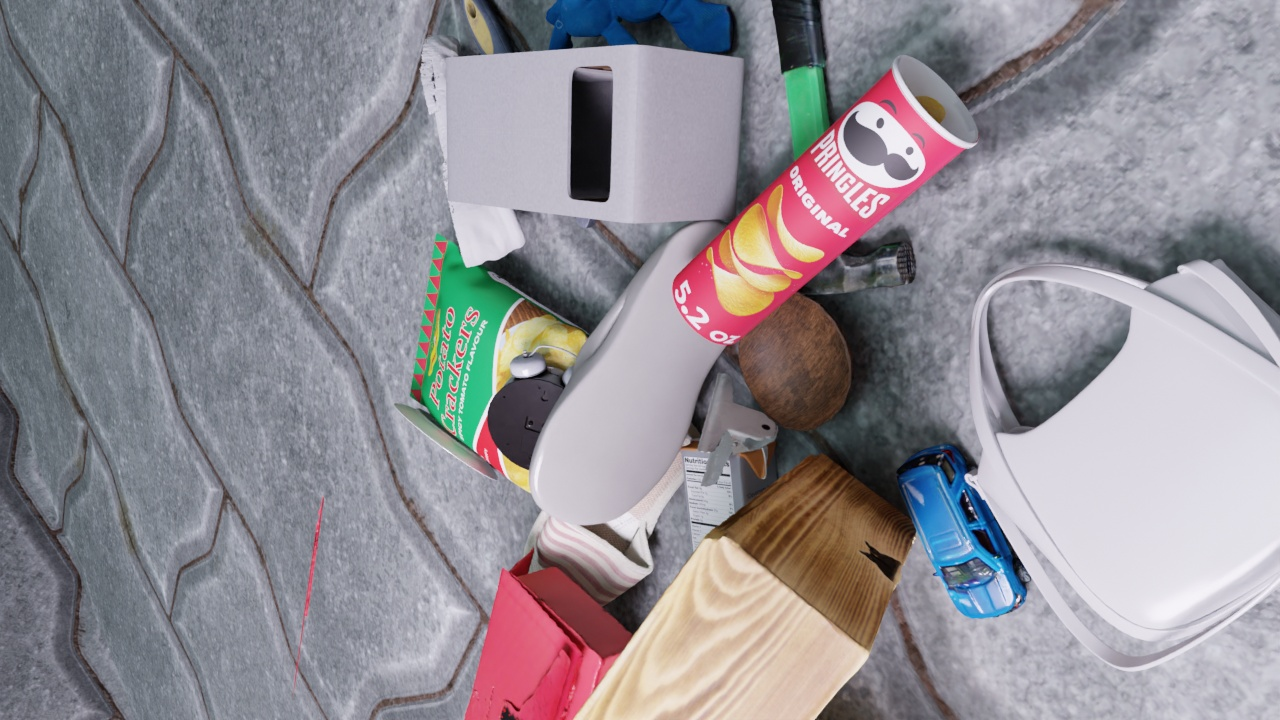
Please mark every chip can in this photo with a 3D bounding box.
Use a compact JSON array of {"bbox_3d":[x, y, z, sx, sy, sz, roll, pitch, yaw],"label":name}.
[{"bbox_3d":[0.112,-0.096,0.610,0.221,0.069,0.069,-42,70,39],"label":"chip can"}]

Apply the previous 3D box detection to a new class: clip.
[{"bbox_3d":[0.071,0.052,0.710,0.058,0.101,0.052,41,125,-14],"label":"clip"}]

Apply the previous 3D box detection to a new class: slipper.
[{"bbox_3d":[-0.165,-0.209,0.883,0.112,0.074,0.246,123,133,-61],"label":"slipper"},{"bbox_3d":[-0.004,0.004,0.745,0.266,0.113,0.080,-62,26,5],"label":"slipper"},{"bbox_3d":[-0.031,0.148,0.836,0.115,0.052,0.264,32,121,1],"label":"slipper"}]

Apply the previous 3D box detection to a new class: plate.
[{"bbox_3d":[-0.202,0.082,0.970,0.134,0.134,0.011,33,83,34],"label":"plate"}]

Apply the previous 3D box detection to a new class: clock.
[{"bbox_3d":[-0.083,0.041,0.809,0.094,0.035,0.123,17,118,4],"label":"clock"}]

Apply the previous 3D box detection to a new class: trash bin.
[{"bbox_3d":[-0.043,-0.177,0.720,0.229,0.114,0.114,15,109,44],"label":"trash bin"}]

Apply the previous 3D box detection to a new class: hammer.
[{"bbox_3d":[0.115,-0.205,0.657,0.130,0.032,0.319,-3,96,44],"label":"hammer"}]

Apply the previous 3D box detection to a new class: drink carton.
[{"bbox_3d":[0.076,0.126,0.751,0.076,0.048,0.125,0,99,44],"label":"drink carton"}]

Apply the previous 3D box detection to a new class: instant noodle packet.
[{"bbox_3d":[-0.132,0.017,0.896,0.253,0.090,0.196,33,122,27],"label":"instant noodle packet"}]

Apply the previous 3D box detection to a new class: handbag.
[{"bbox_3d":[0.265,0.041,0.527,0.222,0.095,0.216,54,128,28],"label":"handbag"}]

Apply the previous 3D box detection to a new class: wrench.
[{"bbox_3d":[-0.109,-0.240,0.867,0.074,0.022,0.273,-37,74,42],"label":"wrench"}]

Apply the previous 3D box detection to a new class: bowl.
[{"bbox_3d":[0.122,-0.002,0.690,0.102,0.026,0.114,58,143,17],"label":"bowl"}]

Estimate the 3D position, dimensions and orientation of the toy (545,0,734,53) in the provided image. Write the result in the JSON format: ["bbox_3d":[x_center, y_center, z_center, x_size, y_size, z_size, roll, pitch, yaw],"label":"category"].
[{"bbox_3d":[-0.014,-0.289,0.732,0.177,0.070,0.113,-1,92,33],"label":"toy"}]

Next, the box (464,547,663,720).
[{"bbox_3d":[-0.062,0.301,0.853,0.165,0.153,0.214,32,113,43],"label":"box"}]

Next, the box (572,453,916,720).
[{"bbox_3d":[0.128,0.282,0.559,0.334,0.278,0.287,39,106,13],"label":"box"}]

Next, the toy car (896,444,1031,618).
[{"bbox_3d":[0.214,0.118,0.622,0.056,0.043,0.120,-31,80,40],"label":"toy car"}]
